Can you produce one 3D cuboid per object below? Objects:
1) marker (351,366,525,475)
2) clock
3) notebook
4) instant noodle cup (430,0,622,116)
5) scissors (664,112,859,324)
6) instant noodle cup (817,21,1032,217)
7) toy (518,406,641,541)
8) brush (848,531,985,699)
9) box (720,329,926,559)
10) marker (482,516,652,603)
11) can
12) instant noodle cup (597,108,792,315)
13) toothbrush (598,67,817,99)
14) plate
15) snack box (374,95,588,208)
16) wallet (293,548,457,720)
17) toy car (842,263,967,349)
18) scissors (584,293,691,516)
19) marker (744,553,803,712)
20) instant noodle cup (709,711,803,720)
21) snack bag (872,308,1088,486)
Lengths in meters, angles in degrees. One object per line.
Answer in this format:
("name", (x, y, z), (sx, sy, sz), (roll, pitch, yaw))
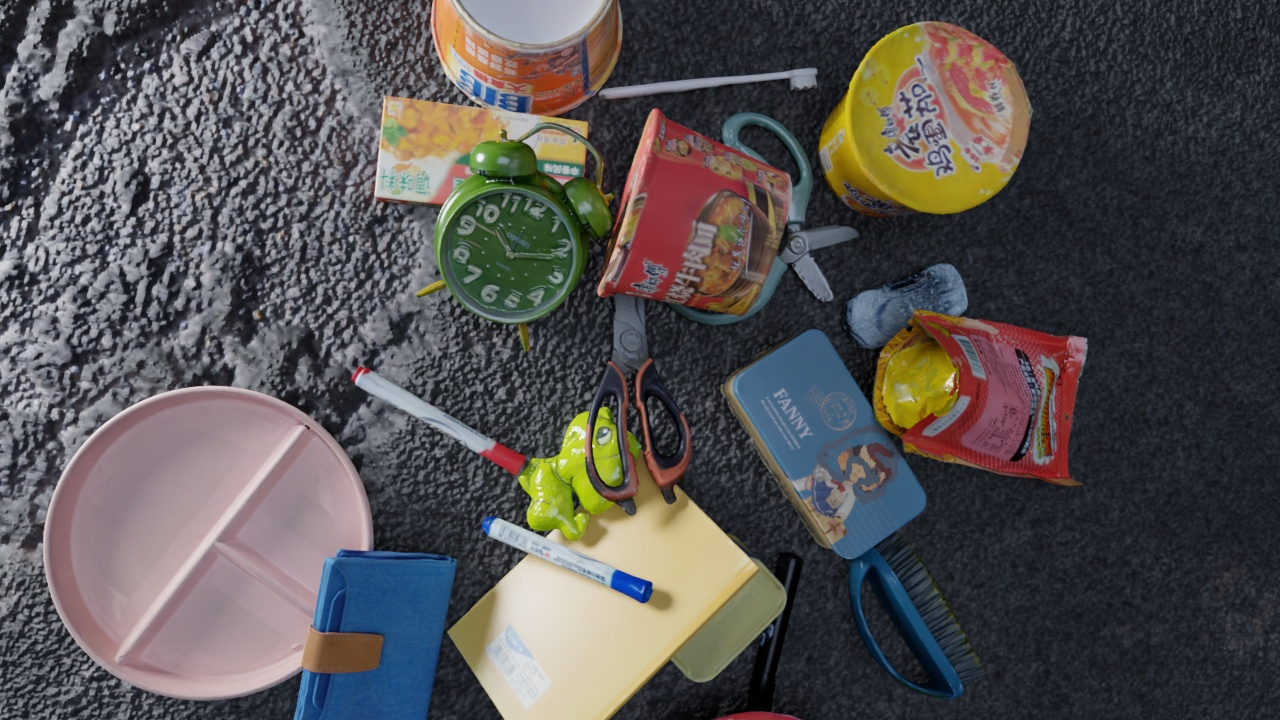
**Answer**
("marker", (-0.155, 0.046, 0.705), (0.145, 0.017, 0.017), (30, 86, -6))
("clock", (-0.087, -0.096, 0.673), (0.116, 0.056, 0.161), (27, 105, -14))
("notebook", (-0.032, 0.177, 0.675), (0.206, 0.010, 0.146), (-44, 52, -6))
("instant noodle cup", (-0.082, -0.266, 0.670), (0.151, 0.111, 0.151), (0, 89, -8))
("scissors", (0.083, -0.108, 0.737), (0.170, 0.019, 0.174), (-26, 93, -8))
("instant noodle cup", (0.206, -0.172, 0.707), (0.138, 0.110, 0.138), (0, 89, -7))
("toy", (-0.044, 0.088, 0.707), (0.100, 0.031, 0.096), (-16, 71, 7))
("brush", (0.211, 0.209, 0.731), (0.073, 0.055, 0.144), (-33, 94, -7))
("box", (0.138, 0.059, 0.720), (0.089, 0.063, 0.184), (-35, 95, -7))
("marker", (-0.057, 0.146, 0.680), (0.146, 0.017, 0.017), (17, 87, 26))
("can", (0.055, 0.186, 0.697), (0.102, 0.083, 0.057), (-43, 95, -6))
("instant noodle cup", (0.040, -0.100, 0.662), (0.108, 0.138, 0.138), (16, 87, -6))
("toothbrush", (0.056, -0.219, 0.736), (0.180, 0.016, 0.016), (-7, 96, -8))
("plate", (-0.314, 0.133, 0.679), (0.229, 0.028, 0.229), (0, 90, -7))
("snack box", (-0.121, -0.153, 0.706), (0.155, 0.027, 0.077), (5, 91, -7))
("wallet", (-0.193, 0.207, 0.671), (0.106, 0.040, 0.133), (12, 89, -38))
("toy car", (0.216, -0.044, 0.747), (0.105, 0.031, 0.049), (-21, 91, -6))
("scissors", (0.007, 0.001, 0.705), (0.182, 0.015, 0.209), (38, 71, 0))
("marker", (0.108, 0.220, 0.736), (0.022, 0.020, 0.132), (14, 88, -24))
("instant noodle cup", (0.079, 0.357, 0.708), (0.194, 0.066, 0.194), (0, 89, -7))
("snack bag", (0.281, 0.029, 0.721), (0.207, 0.073, 0.128), (9, 81, -32))
